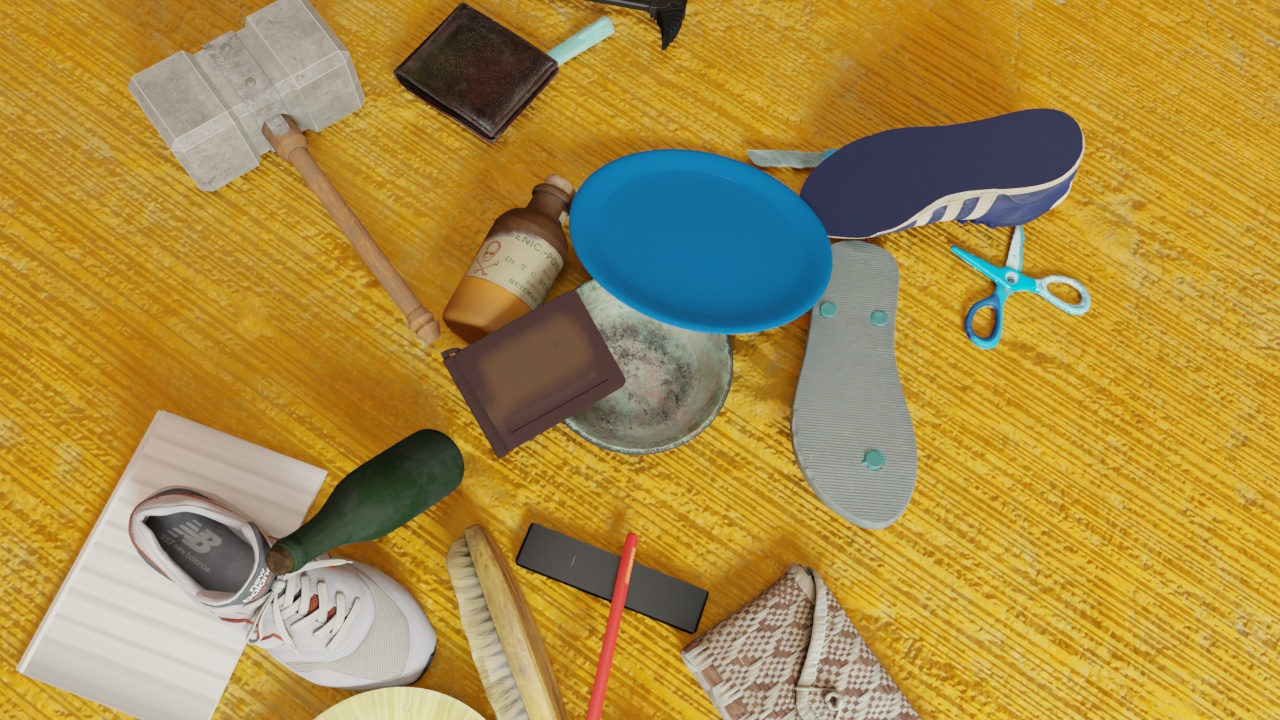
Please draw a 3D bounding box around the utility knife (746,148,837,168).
[{"bbox_3d":[0.207,-0.185,0.850,0.221,0.015,0.031,2,70,-8],"label":"utility knife"}]

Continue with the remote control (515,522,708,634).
[{"bbox_3d":[-0.022,0.170,0.715,0.150,0.013,0.034,21,67,2],"label":"remote control"}]

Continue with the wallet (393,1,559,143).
[{"bbox_3d":[-0.148,-0.262,0.833,0.120,0.031,0.099,34,76,14],"label":"wallet"}]

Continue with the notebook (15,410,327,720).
[{"bbox_3d":[-0.350,0.156,0.695,0.142,0.009,0.209,20,71,1],"label":"notebook"}]

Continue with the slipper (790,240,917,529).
[{"bbox_3d":[0.172,0.017,0.770,0.098,0.055,0.268,6,60,0],"label":"slipper"}]

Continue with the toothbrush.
[{"bbox_3d":[-0.022,0.225,0.664,0.018,0.012,0.212,1,59,21],"label":"toothbrush"}]

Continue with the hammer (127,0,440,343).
[{"bbox_3d":[-0.259,-0.138,0.759,0.162,0.083,0.317,-35,78,-15],"label":"hammer"}]

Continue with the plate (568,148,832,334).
[{"bbox_3d":[0.050,-0.100,0.776,0.224,0.024,0.223,6,49,-7],"label":"plate"}]

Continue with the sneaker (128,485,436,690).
[{"bbox_3d":[-0.255,0.158,0.634,0.240,0.124,0.088,28,71,-1],"label":"sneaker"}]

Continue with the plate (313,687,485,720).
[{"bbox_3d":[-0.171,0.325,0.640,0.184,0.036,0.184,1,72,-4],"label":"plate"}]

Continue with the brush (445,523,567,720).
[{"bbox_3d":[-0.096,0.213,0.671,0.043,0.059,0.195,-25,71,-1],"label":"brush"}]

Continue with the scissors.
[{"bbox_3d":[0.334,-0.062,0.822,0.134,0.011,0.139,31,71,3],"label":"scissors"}]

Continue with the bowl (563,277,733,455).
[{"bbox_3d":[-0.005,0.005,0.757,0.157,0.039,0.157,1,72,-4],"label":"bowl"}]

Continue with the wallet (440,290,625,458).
[{"bbox_3d":[-0.081,0.008,0.708,0.115,0.018,0.091,-30,93,-11],"label":"wallet"}]

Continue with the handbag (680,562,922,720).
[{"bbox_3d":[0.129,0.258,0.683,0.124,0.047,0.186,-32,77,-13],"label":"handbag"}]

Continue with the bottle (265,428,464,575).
[{"bbox_3d":[-0.194,0.102,0.647,0.055,0.173,0.055,8,109,22],"label":"bottle"}]

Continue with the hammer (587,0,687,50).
[{"bbox_3d":[-0.118,-0.355,0.871,0.325,0.015,0.094,11,54,2],"label":"hammer"}]

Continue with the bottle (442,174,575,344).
[{"bbox_3d":[-0.099,-0.085,0.764,0.068,0.068,0.156,25,72,3],"label":"bottle"}]

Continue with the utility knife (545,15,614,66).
[{"bbox_3d":[-0.091,-0.276,0.854,0.166,0.015,0.022,-37,66,-16],"label":"utility knife"}]

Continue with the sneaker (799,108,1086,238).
[{"bbox_3d":[0.271,-0.157,0.823,0.234,0.118,0.091,-13,82,27],"label":"sneaker"}]
